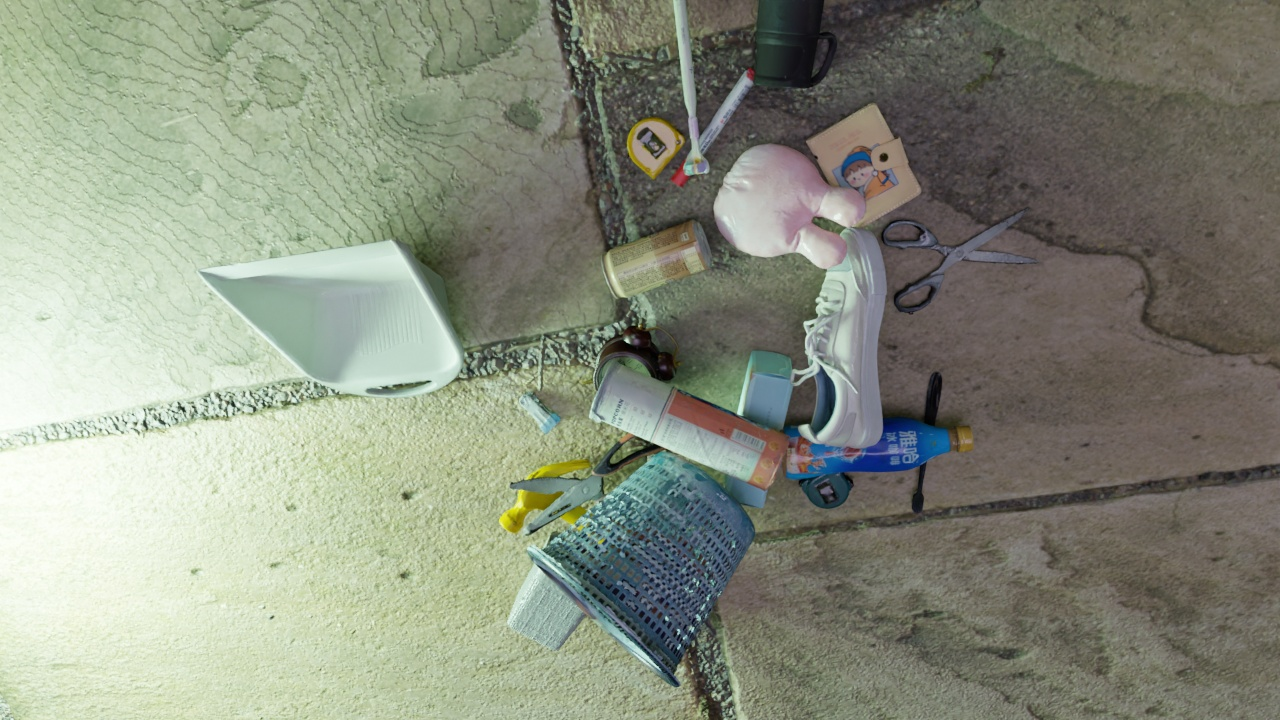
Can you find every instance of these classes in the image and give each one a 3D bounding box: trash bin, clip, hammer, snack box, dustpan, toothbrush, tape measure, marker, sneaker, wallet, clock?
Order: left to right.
[{"bbox_3d":[-0.317,-0.030,1.034,0.223,0.257,0.142,-7,86,9],"label":"dustpan"},{"bbox_3d":[-0.127,0.063,1.140,0.027,0.043,0.058,-39,95,21],"label":"clip"},{"bbox_3d":[-0.026,0.236,1.177,0.300,0.033,0.129,37,93,-13],"label":"hammer"},{"bbox_3d":[-0.006,0.006,1.084,0.122,0.055,0.082,-41,101,21],"label":"clock"},{"bbox_3d":[0.014,-0.236,1.003,0.057,0.028,0.060,40,110,-9],"label":"tape measure"},{"bbox_3d":[0.017,0.222,1.049,0.226,0.227,0.194,47,73,-12],"label":"trash bin"},{"bbox_3d":[0.051,-0.293,0.973,0.029,0.020,0.189,-2,104,21],"label":"toothbrush"},{"bbox_3d":[0.080,-0.252,0.996,0.017,0.017,0.145,33,111,-7],"label":"marker"},{"bbox_3d":[0.139,0.081,1.088,0.051,0.074,0.175,11,112,3],"label":"snack box"},{"bbox_3d":[0.231,0.156,1.133,0.058,0.025,0.054,-33,103,18],"label":"tape measure"},{"bbox_3d":[0.210,-0.025,1.001,0.090,0.089,0.242,1,89,-16],"label":"sneaker"},{"bbox_3d":[0.244,-0.210,0.992,0.087,0.024,0.115,-27,105,20],"label":"wallet"},{"bbox_3d":[0.345,0.100,1.105,0.016,0.018,0.181,7,110,14],"label":"toothbrush"}]

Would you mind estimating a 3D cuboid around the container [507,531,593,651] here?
[{"bbox_3d":[-0.109,0.304,1.196,0.090,0.090,0.114,30,114,-5],"label":"container"}]

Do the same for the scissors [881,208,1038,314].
[{"bbox_3d":[0.349,-0.115,1.022,0.180,0.014,0.160,22,112,-4],"label":"scissors"}]

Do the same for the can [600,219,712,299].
[{"bbox_3d":[0.019,-0.113,1.034,0.116,0.058,0.058,-18,108,12],"label":"can"}]

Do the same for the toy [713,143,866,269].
[{"bbox_3d":[0.158,-0.162,0.985,0.159,0.054,0.121,29,106,19],"label":"toy"}]

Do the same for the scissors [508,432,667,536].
[{"bbox_3d":[-0.045,0.154,1.134,0.227,0.015,0.189,23,95,-13],"label":"scissors"}]

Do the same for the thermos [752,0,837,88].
[{"bbox_3d":[0.163,-0.398,0.911,0.089,0.068,0.243,-9,116,-26],"label":"thermos"}]

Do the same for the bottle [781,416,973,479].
[{"bbox_3d":[0.276,0.101,1.082,0.219,0.065,0.065,-5,110,10],"label":"bottle"}]

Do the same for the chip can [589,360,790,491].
[{"bbox_3d":[0.055,0.073,1.022,0.215,0.071,0.071,23,112,4],"label":"chip can"}]
